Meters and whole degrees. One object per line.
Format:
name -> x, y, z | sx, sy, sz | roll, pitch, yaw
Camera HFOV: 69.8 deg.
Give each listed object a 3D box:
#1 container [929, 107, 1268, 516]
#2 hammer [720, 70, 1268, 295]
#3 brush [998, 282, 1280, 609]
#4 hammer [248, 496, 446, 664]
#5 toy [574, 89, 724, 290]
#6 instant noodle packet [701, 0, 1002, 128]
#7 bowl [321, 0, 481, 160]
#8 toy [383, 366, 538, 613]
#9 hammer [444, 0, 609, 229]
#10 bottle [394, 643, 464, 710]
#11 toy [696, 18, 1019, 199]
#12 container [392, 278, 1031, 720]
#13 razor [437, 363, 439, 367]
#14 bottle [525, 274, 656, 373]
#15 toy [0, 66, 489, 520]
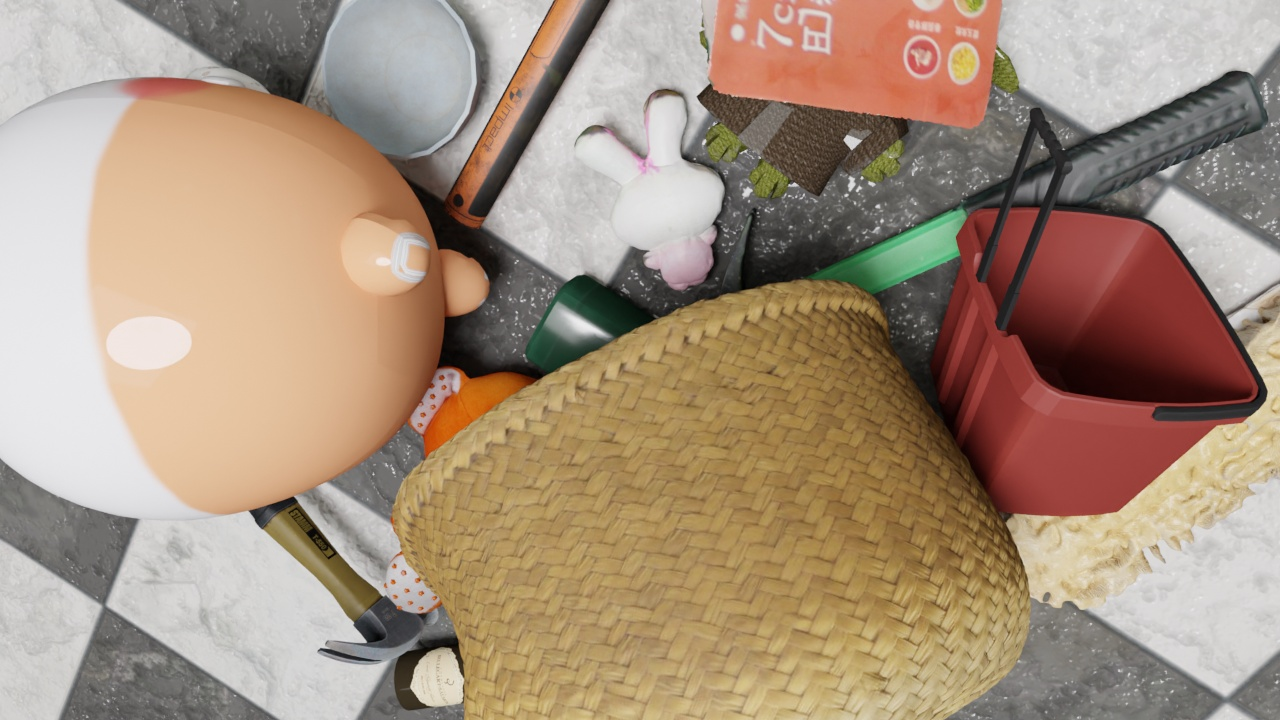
container -> 0.226, -0.025, 0.463 | 0.127, 0.147, 0.201 | 2, 137, -4
hammer -> 0.195, -0.080, 0.548 | 0.319, 0.032, 0.130 | -24, 100, 19
brush -> 0.328, 0.046, 0.542 | 0.083, 0.056, 0.272 | 45, 112, -2
hammer -> -0.289, 0.097, 0.690 | 0.333, 0.117, 0.025 | 46, 109, 2
toy -> 0.012, -0.104, 0.580 | 0.079, 0.038, 0.122 | -21, 102, 6
instant noodle packet -> 0.110, -0.228, 0.427 | 0.164, 0.084, 0.221 | 0, 95, -24
bowl -> -0.146, -0.182, 0.588 | 0.106, 0.039, 0.106 | 3, 101, 14
toy -> -0.095, 0.091, 0.638 | 0.163, 0.093, 0.172 | -1, 106, -18
hammer -> -0.028, -0.203, 0.544 | 0.138, 0.034, 0.315 | 47, 119, 21
bottle -> -0.098, 0.238, 0.716 | 0.185, 0.045, 0.045 | -11, 105, 10
toy -> 0.102, -0.165, 0.515 | 0.179, 0.078, 0.153 | 40, 111, 2
container -> 0.045, 0.127, 0.487 | 0.308, 0.306, 0.196 | -40, 63, 22
razor -> -0.149, 0.016, 0.666 | 0.043, 0.022, 0.144 | -10, 105, 15
bottle -> -0.004, 0.004, 0.606 | 0.131, 0.061, 0.061 | 32, 110, 2
toy -> -0.243, -0.041, 0.546 | 0.281, 0.262, 0.265 | -5, 87, 5
